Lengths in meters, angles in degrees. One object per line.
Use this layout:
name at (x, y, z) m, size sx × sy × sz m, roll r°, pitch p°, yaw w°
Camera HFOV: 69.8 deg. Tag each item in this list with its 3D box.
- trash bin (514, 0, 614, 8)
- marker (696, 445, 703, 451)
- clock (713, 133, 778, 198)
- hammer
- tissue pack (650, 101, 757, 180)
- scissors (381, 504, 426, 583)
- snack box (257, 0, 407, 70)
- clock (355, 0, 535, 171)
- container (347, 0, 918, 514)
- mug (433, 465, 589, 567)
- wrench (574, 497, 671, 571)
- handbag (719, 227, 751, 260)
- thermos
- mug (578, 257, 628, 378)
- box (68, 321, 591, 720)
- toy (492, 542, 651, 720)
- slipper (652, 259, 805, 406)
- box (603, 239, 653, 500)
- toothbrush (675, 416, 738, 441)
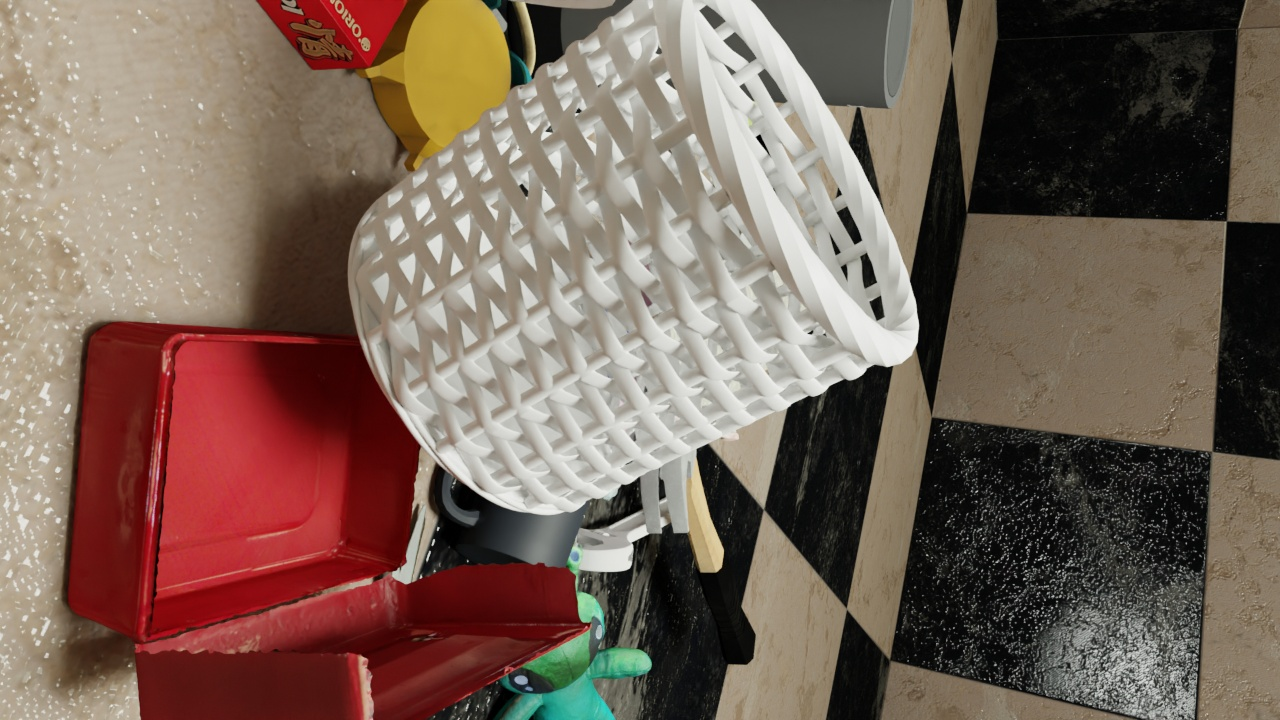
trash bin at (-0.057, -0.256, 0.355) m, size 0.195 × 0.196 × 0.200 m, roll -15°, pitch 119°, yaw -63°
marker at (0.043, 0.037, 0.901) m, size 0.011 × 0.011 × 0.152 m, roll -61°, pitch 146°, yaw -39°
clock at (0.109, -0.190, 0.945) m, size 0.091 × 0.043 × 0.121 m, roll -50°, pitch 139°, yaw -49°
hammer at (0.059, 0.168, 0.819) m, size 0.130 × 0.039 × 0.328 m, roll -75°, pitch 155°, yaw -46°
tissue pack at (0.074, -0.245, 0.788) m, size 0.197 × 0.120 × 0.141 m, roll -53°, pitch 140°, yaw -38°
scissors at (-0.149, 0.192, 0.532) m, size 0.178 × 0.015 × 0.185 m, roll -59°, pitch 145°, yaw -41°
snack box at (-0.148, -0.234, 0.405) m, size 0.152 × 0.036 × 0.132 m, roll 57°, pitch 46°, yaw -53°
clock at (-0.102, -0.168, 0.515) m, size 0.129 × 0.044 × 0.099 m, roll -55°, pitch 143°, yaw -33°
container at (-0.002, -0.047, 0.425) m, size 0.189 × 0.187 × 0.189 m, roll 41°, pitch 33°, yaw -35°
mug at (-0.085, 0.090, 0.592) m, size 0.105 × 0.071 × 0.077 m, roll 36°, pitch 60°, yaw -31°
wrench at (0.000, 0.140, 0.787) m, size 0.272 × 0.066 × 0.018 m, roll -2°, pitch 98°, yaw -69°
handbag at (0.082, -0.047, 0.872) m, size 0.151 × 0.074 × 0.176 m, roll -46°, pitch 142°, yaw -65°
thermos at (0.040, -0.206, 0.574) m, size 0.082 × 0.241 × 0.082 m, roll 11°, pitch 89°, yaw -67°
mug at (-0.052, 0.002, 0.600) m, size 0.121 × 0.091 × 0.089 m, roll 67°, pitch 38°, yaw -48°
box at (-0.135, 0.058, 0.398) m, size 0.156 × 0.157 × 0.170 m, roll 1°, pitch 77°, yaw -66°
toy at (-0.061, 0.224, 0.664) m, size 0.130 × 0.072 × 0.193 m, roll -22°, pitch 123°, yaw -21°
slipper at (0.069, -0.024, 0.726) m, size 0.262 × 0.052 × 0.115 m, roll -18°, pitch 107°, yaw -58°
box at (-0.017, 0.001, 0.733) m, size 0.154 × 0.066 × 0.201 m, roll 107°, pitch -1°, yaw -72°
toothbrush at (0.051, 0.050, 0.729) m, size 0.181 × 0.016 × 0.018 m, roll 23°, pitch 58°, yaw -69°
